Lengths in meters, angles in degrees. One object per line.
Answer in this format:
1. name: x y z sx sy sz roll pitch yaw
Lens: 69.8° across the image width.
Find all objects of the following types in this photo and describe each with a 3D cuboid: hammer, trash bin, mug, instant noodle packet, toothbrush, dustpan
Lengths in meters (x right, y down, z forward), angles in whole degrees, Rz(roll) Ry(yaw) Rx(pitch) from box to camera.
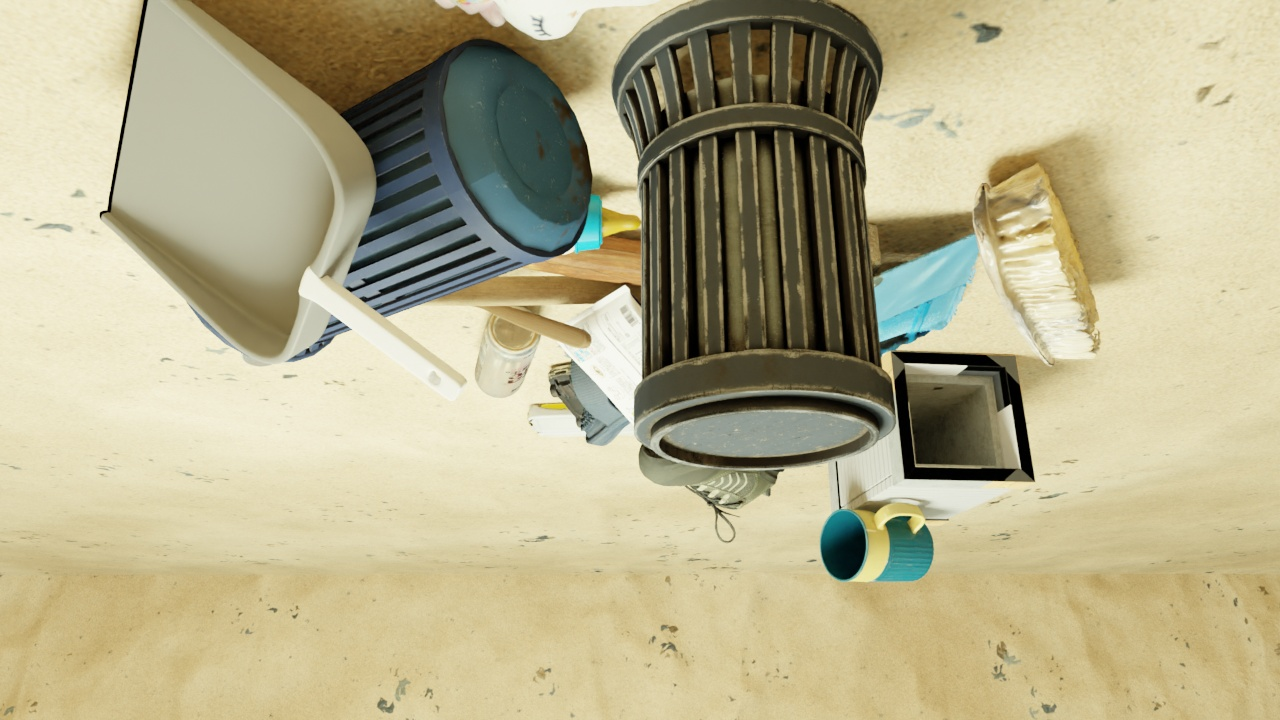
1. hammer: -0.150 -0.057 0.748 0.330 0.119 0.031 -4 143 -19
2. hammer: 0.038 -0.078 0.756 0.300 0.037 0.158 6 159 -16
3. trash bin: 0.065 -0.062 0.527 0.164 0.227 0.164 0 160 0
4. mug: 0.284 0.208 1.065 0.107 0.083 0.114 10 130 -26
5. instant noodle packet: -0.005 0.004 0.790 0.087 0.026 0.134 -30 115 28
6. trash bin: -0.159 -0.094 0.575 0.250 0.139 0.139 -15 155 31
7. toothbrush: -0.108 -0.039 0.797 0.167 0.016 0.016 20 -172 32
8. dustpan: -0.195 -0.064 0.503 0.257 0.033 0.164 36 124 3
9. trash bin: 0.327 0.101 1.087 0.142 0.142 0.247 2 159 -6

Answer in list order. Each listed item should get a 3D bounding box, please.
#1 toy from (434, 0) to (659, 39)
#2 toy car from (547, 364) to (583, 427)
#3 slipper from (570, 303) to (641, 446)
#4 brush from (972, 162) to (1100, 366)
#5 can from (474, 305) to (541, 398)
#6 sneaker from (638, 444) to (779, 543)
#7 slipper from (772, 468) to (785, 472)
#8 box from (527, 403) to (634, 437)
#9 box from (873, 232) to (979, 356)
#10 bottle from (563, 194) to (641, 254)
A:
1. toy: -0.047 -0.192 0.452 0.125 0.037 0.076 -7 155 6
2. toy car: -0.065 0.041 1.061 0.049 0.040 0.113 -10 138 24
3. slipper: -0.034 0.013 0.911 0.082 0.101 0.264 17 151 -11
4. brush: 0.318 -0.066 0.725 0.057 0.083 0.271 -12 156 30
5. can: -0.135 -0.007 0.922 0.054 0.054 0.136 5 159 -13
6. sneaker: 0.086 0.148 1.153 0.237 0.143 0.101 -4 -156 -36
7. slipper: 0.142 0.023 0.987 0.109 0.083 0.266 35 161 29
8. box: -0.038 0.081 1.207 0.210 0.034 0.129 -3 163 5
9. box: 0.174 -0.028 0.781 0.231 0.033 0.174 -23 159 -3
10. bottle: -0.073 -0.101 0.674 0.146 0.051 0.051 0 160 -1
